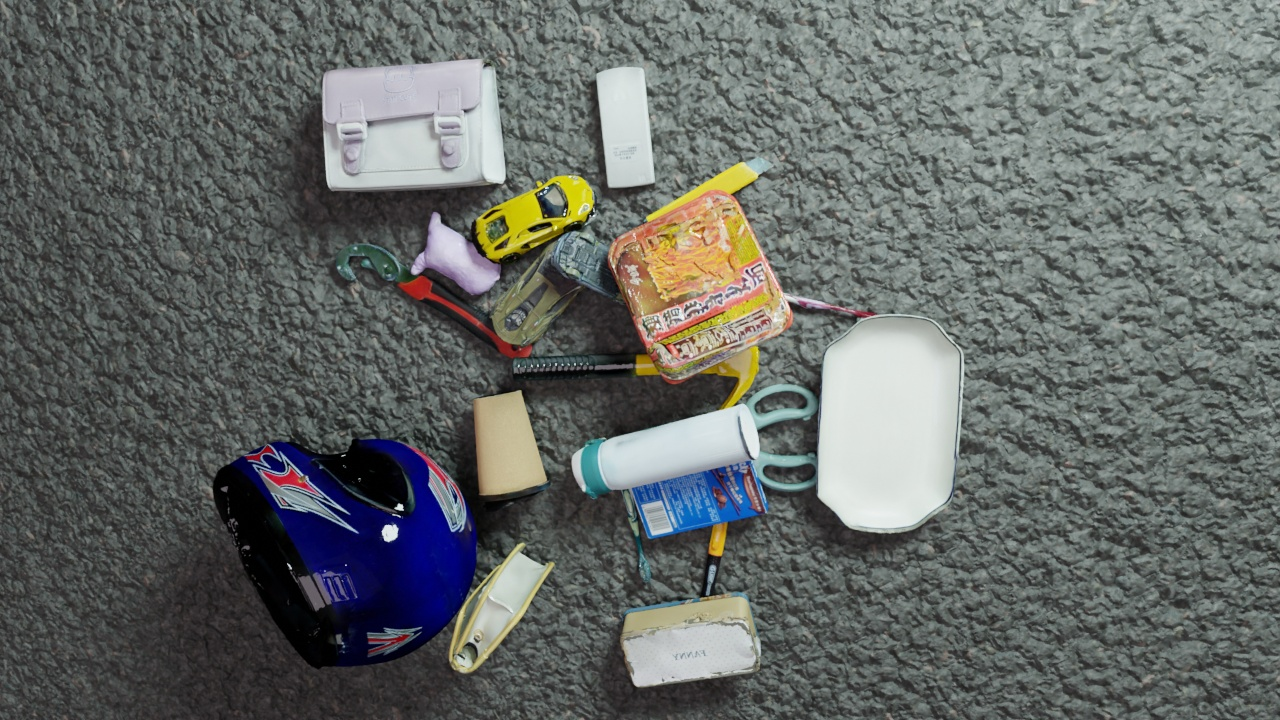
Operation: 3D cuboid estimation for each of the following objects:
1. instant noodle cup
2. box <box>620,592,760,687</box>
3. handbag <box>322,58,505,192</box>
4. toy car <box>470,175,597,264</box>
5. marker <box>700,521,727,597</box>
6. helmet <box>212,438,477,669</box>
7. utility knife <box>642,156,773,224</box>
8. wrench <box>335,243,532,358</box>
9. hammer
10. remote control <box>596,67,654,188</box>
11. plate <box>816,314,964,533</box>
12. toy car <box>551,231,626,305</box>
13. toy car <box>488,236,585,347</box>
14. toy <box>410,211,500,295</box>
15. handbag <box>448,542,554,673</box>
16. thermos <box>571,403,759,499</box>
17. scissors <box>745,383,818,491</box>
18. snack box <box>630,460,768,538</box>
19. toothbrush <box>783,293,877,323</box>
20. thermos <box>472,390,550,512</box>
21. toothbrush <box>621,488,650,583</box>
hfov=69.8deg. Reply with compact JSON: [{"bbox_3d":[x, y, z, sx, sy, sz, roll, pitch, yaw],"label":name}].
[{"bbox_3d":[0.066,-0.081,1.043,0.164,0.079,0.188,-25,78,6],"label":"instant noodle cup"},{"bbox_3d":[0.057,0.356,1.162,0.184,0.062,0.090,-9,108,13],"label":"box"},{"bbox_3d":[-0.266,-0.273,1.072,0.197,0.098,0.145,-2,96,9],"label":"handbag"},{"bbox_3d":[-0.126,-0.170,1.084,0.156,0.041,0.071,-23,71,11],"label":"toy car"},{"bbox_3d":[0.092,0.256,1.163,0.018,0.015,0.124,12,106,12],"label":"marker"},{"bbox_3d":[-0.337,0.208,1.109,0.315,0.239,0.248,40,134,30],"label":"helmet"},{"bbox_3d":[0.075,-0.189,1.071,0.174,0.015,0.033,-29,102,13],"label":"utility knife"},{"bbox_3d":[-0.257,-0.075,1.149,0.273,0.016,0.056,27,105,3],"label":"wrench"},{"bbox_3d":[-0.007,0.007,1.112,0.301,0.032,0.129,-2,101,7],"label":"hammer"},{"bbox_3d":[-0.017,-0.270,1.066,0.056,0.019,0.135,-5,101,10],"label":"remote control"},{"bbox_3d":[0.289,0.074,1.077,0.162,0.034,0.266,0,104,6],"label":"plate"},{"bbox_3d":[-0.047,-0.107,1.079,0.120,0.037,0.054,25,77,-25],"label":"toy car"},{"bbox_3d":[-0.117,-0.085,1.111,0.070,0.042,0.158,42,100,-2],"label":"toy car"},{"bbox_3d":[-0.222,-0.121,1.122,0.108,0.039,0.084,27,105,0],"label":"toy"},{"bbox_3d":[-0.194,0.324,1.148,0.063,0.163,0.179,37,105,2],"label":"handbag"},{"bbox_3d":[0.025,0.108,1.096,0.225,0.073,0.073,-16,99,20],"label":"thermos"},{"bbox_3d":[0.145,0.083,1.116,0.177,0.019,0.170,13,105,9],"label":"scissors"},{"bbox_3d":[0.070,0.163,1.131,0.157,0.026,0.084,-16,101,19],"label":"snack box"},{"bbox_3d":[0.192,-0.065,1.079,0.187,0.016,0.017,13,113,6],"label":"toothbrush"},{"bbox_3d":[-0.167,0.112,1.141,0.093,0.093,0.143,-10,92,11],"label":"thermos"},{"bbox_3d":[-0.012,0.195,1.165,0.016,0.018,0.191,-10,100,11],"label":"toothbrush"}]
